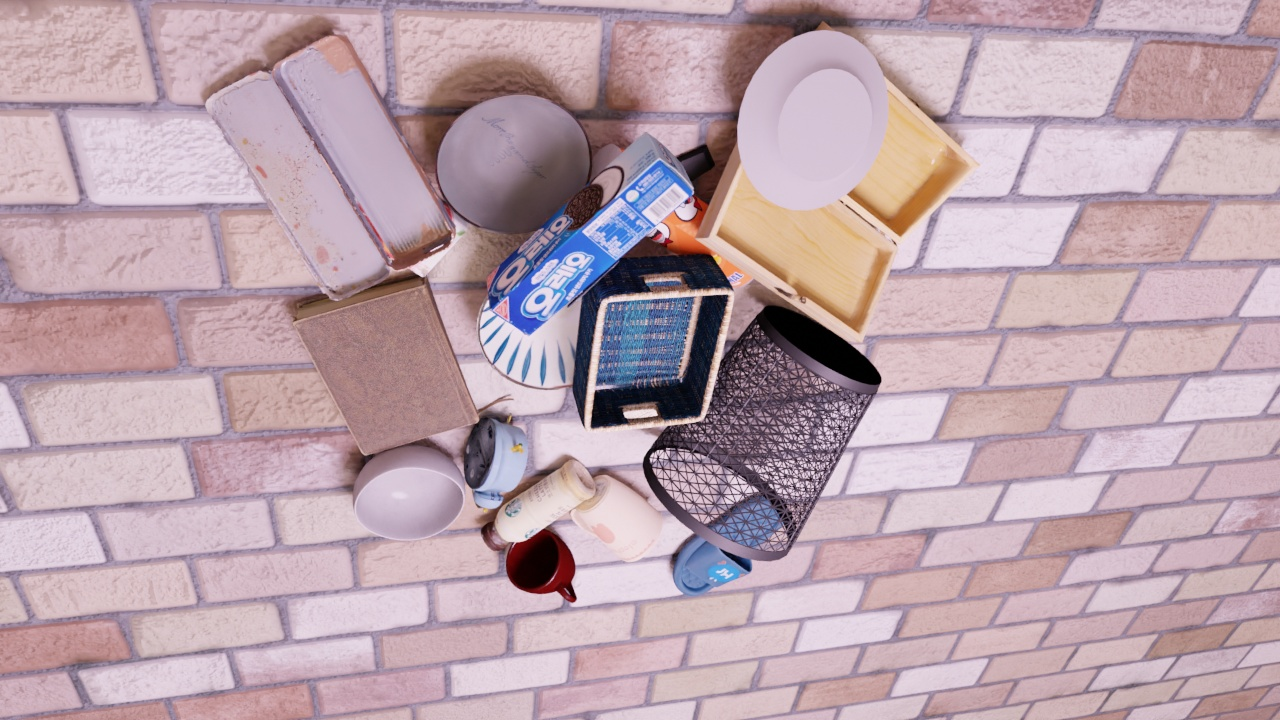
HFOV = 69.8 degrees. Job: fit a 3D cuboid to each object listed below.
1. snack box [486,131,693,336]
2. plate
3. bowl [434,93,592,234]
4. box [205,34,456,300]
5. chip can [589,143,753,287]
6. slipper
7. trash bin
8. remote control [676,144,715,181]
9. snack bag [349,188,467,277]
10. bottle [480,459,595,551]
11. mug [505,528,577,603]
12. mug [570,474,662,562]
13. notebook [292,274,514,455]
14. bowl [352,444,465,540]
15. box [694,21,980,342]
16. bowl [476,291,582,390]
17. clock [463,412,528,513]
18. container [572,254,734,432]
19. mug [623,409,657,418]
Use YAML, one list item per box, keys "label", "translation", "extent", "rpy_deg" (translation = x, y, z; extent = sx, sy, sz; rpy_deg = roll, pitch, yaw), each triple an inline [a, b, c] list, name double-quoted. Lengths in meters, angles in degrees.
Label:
- label: "snack box"
  translation: [-0.053, -0.119, 0.889]
  extent: [0.227, 0.059, 0.059]
  rpy_deg: [-40, 129, 19]
- label: "plate"
  translation: [0.176, -0.230, 0.898]
  extent: [0.172, 0.019, 0.173]
  rpy_deg: [-9, 115, -21]
- label: "bowl"
  translation: [-0.126, -0.201, 0.900]
  extent: [0.150, 0.056, 0.151]
  rpy_deg: [-8, 130, -10]
- label: "box"
  translation: [-0.284, -0.173, 0.853]
  extent: [0.148, 0.042, 0.216]
  rpy_deg: [-27, 113, 2]
- label: "chip can"
  translation: [0.038, -0.149, 0.969]
  extent: [0.210, 0.062, 0.062]
  rpy_deg: [27, 117, -32]
- label: "slipper"
  translation: [0.131, 0.281, 1.361]
  extent: [0.103, 0.059, 0.214]
  rpy_deg: [31, 113, -31]
- label: "trash bin"
  translation: [0.156, 0.079, 1.118]
  extent: [0.216, 0.216, 0.244]
  rpy_deg: [19, 114, -28]
- label: "remote control"
  translation: [0.020, -0.190, 0.981]
  extent: [0.125, 0.010, 0.039]
  rpy_deg: [-27, 130, 6]
- label: "snack bag"
  translation: [-0.242, -0.143, 0.927]
  extent: [0.077, 0.036, 0.116]
  rpy_deg: [-42, 127, 18]
- label: "bottle"
  translation: [-0.138, 0.196, 1.216]
  extent: [0.162, 0.056, 0.056]
  rpy_deg: [-35, 129, 12]
- label: "mug"
  translation: [-0.120, 0.295, 1.273]
  extent: [0.087, 0.114, 0.088]
  rpy_deg: [-46, 146, 1]
- label: "mug"
  translation: [-0.043, 0.212, 1.249]
  extent: [0.112, 0.085, 0.104]
  rpy_deg: [-18, 127, 38]
- label: "notebook"
  translation: [-0.261, 0.005, 1.042]
  extent: [0.190, 0.034, 0.216]
  rpy_deg: [-15, 131, -5]
- label: "bowl"
  translation: [-0.286, 0.155, 1.135]
  extent: [0.131, 0.064, 0.132]
  rpy_deg: [-8, 131, -10]
- label: "box"
  translation: [0.209, -0.181, 0.986]
  extent: [0.247, 0.097, 0.261]
  rpy_deg: [29, 92, -31]
- label: "bowl"
  translation: [-0.095, -0.056, 1.016]
  extent: [0.177, 0.070, 0.178]
  rpy_deg: [-8, 129, -10]
- label: "clock"
  translation: [-0.183, 0.128, 1.129]
  extent: [0.051, 0.088, 0.125]
  rpy_deg: [14, 121, -33]
- label: "container"
  translation: [0.008, -0.018, 0.980]
  extent: [0.145, 0.071, 0.188]
  rpy_deg: [-5, 132, -17]
- label: "mug"
  translation: [-0.007, 0.007, 1.100]
  extent: [0.122, 0.081, 0.097]
  rpy_deg: [-48, 120, -1]
